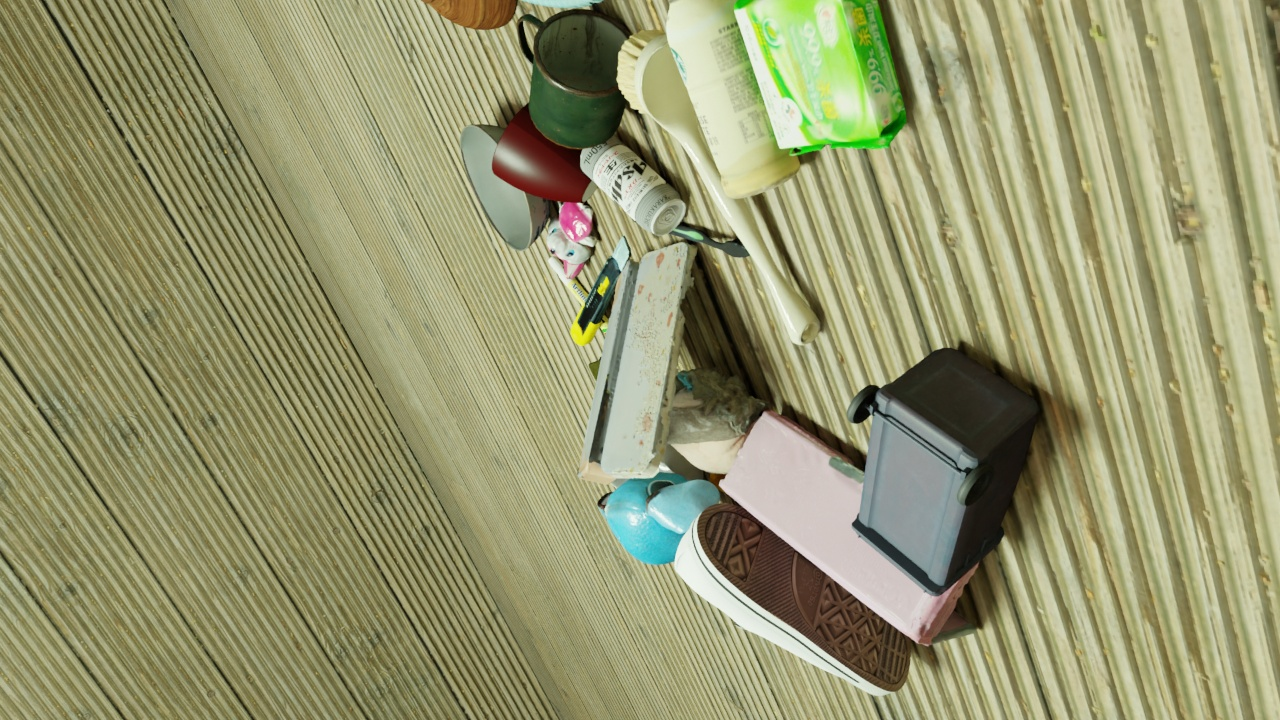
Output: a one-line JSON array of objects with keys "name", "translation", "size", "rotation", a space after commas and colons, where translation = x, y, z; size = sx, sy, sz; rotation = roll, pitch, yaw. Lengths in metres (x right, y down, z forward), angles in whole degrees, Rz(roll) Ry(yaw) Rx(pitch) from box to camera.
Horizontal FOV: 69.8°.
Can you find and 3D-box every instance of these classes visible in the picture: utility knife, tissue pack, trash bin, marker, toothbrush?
[{"name": "utility knife", "translation": [-0.043, -0.074, 1.010], "size": [0.029, 0.020, 0.198], "rotation": [51, 147, 13]}, {"name": "tissue pack", "translation": [0.109, -0.185, 0.567], "size": [0.100, 0.034, 0.114], "rotation": [14, 133, 57]}, {"name": "trash bin", "translation": [0.203, 0.082, 0.632], "size": [0.094, 0.092, 0.161], "rotation": [40, 152, 36]}, {"name": "marker", "translation": [-0.066, -0.072, 1.078], "size": [0.132, 0.014, 0.014], "rotation": [51, 156, 17]}, {"name": "toothbrush", "translation": [0.043, -0.114, 0.816], "size": [0.188, 0.017, 0.014], "rotation": [28, 139, 55]}]

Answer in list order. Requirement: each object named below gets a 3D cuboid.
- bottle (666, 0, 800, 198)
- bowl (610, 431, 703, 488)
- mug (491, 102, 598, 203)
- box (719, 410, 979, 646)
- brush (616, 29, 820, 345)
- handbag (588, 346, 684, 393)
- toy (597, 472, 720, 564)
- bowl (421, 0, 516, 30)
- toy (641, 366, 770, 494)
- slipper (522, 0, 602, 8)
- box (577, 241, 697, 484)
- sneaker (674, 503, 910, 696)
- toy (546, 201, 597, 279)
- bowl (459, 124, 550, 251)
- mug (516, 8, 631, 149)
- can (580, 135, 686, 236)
[{"name": "bottle", "translation": [0.057, -0.195, 0.626], "size": [0.057, 0.056, 0.162], "rotation": [11, 129, 60]}, {"name": "bowl", "translation": [0.014, 0.110, 1.062], "size": [0.132, 0.064, 0.132], "rotation": [25, 148, 16]}, {"name": "mug", "translation": [-0.076, -0.202, 0.878], "size": [0.088, 0.086, 0.114], "rotation": [35, 121, 5]}, {"name": "box", "translation": [0.193, 0.143, 0.802], "size": [0.115, 0.099, 0.233], "rotation": [21, -171, -47]}, {"name": "brush", "translation": [0.067, -0.129, 0.705], "size": [0.272, 0.062, 0.077], "rotation": [59, 174, -13]}, {"name": "handbag", "translation": [0.003, 0.018, 1.051], "size": [0.084, 0.027, 0.178], "rotation": [61, 151, -7]}, {"name": "toy", "translation": [0.044, 0.185, 0.994], "size": [0.191, 0.098, 0.225], "rotation": [28, 158, -18]}, {"name": "bowl", "translation": [-0.186, -0.379, 0.868], "size": [0.147, 0.068, 0.147], "rotation": [45, 153, 29]}, {"name": "toy", "translation": [0.076, 0.070, 0.902], "size": [0.133, 0.076, 0.176], "rotation": [-3, 134, 32]}, {"name": "slipper", "translation": [-0.103, -0.351, 0.739], "size": [0.276, 0.069, 0.116], "rotation": [20, 142, 35]}, {"name": "box", "translation": [-0.005, 0.005, 0.854], "size": [0.063, 0.216, 0.157], "rotation": [19, 163, -28]}, {"name": "sneaker", "translation": [0.135, 0.235, 0.863], "size": [0.245, 0.091, 0.097], "rotation": [32, 141, -5]}, {"name": "toy", "translation": [-0.082, -0.135, 0.994], "size": [0.065, 0.050, 0.103], "rotation": [58, 152, 13]}, {"name": "bowl", "translation": [-0.137, -0.198, 1.007], "size": [0.150, 0.056, 0.151], "rotation": [46, 153, 31]}, {"name": "mug", "translation": [-0.060, -0.239, 0.763], "size": [0.111, 0.084, 0.081], "rotation": [39, 156, 5]}, {"name": "can", "translation": [-0.008, -0.158, 0.819], "size": [0.106, 0.044, 0.044], "rotation": [46, 154, 26]}]
